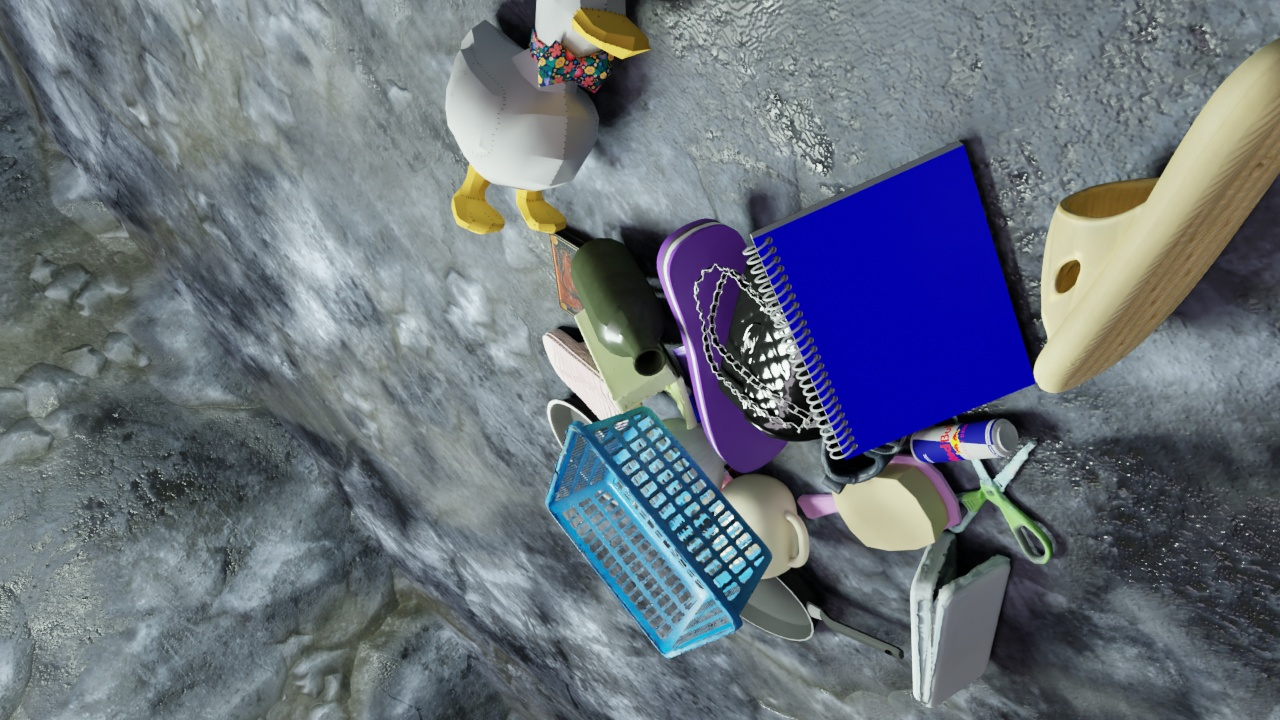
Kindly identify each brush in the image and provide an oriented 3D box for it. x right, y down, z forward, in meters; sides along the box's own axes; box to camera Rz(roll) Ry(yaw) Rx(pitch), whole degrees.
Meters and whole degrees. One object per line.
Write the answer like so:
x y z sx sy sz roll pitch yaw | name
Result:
0.229 0.152 0.955 0.089 0.043 0.229 58 151 -4 | brush

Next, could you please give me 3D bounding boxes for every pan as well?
0.183 0.298 1.173 0.357 0.034 0.225 13 143 45 | pan
-0.025 0.127 1.206 0.187 0.055 0.358 59 155 -15 | pan

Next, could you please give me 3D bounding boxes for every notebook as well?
0.193 -0.036 0.707 0.022 0.172 0.209 -95 -20 -65 | notebook

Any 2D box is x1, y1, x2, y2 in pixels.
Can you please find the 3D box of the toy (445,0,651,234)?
-0.099 -0.248 0.846 0.246 0.140 0.268 46 129 37 | toy

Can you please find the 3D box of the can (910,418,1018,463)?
0.282 0.071 0.803 0.032 0.032 0.095 54 150 -11 | can

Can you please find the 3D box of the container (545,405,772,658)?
0.013 0.198 1.049 0.257 0.089 0.363 50 158 11 | container

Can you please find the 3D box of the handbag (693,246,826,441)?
0.115 -0.012 0.795 0.125 0.114 0.154 -124 40 -49 | handbag

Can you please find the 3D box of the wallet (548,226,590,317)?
-0.072 -0.097 1.085 0.072 0.019 0.123 34 147 29 | wallet

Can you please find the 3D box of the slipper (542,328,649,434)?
-0.046 0.016 1.142 0.239 0.064 0.094 37 150 51 | slipper

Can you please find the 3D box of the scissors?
0.319 0.121 0.846 0.171 0.024 0.160 59 154 -10 | scissors

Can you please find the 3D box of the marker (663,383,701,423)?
0.030 0.018 1.083 0.133 0.027 0.023 45 150 9 | marker

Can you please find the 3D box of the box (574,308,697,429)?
-0.011 0.001 0.977 0.188 0.083 0.091 -117 12 -58 | box

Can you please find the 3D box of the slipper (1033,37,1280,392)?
0.307 -0.089 0.555 0.079 0.111 0.262 56 152 32 | slipper

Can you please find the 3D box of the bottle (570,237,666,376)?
-0.018 -0.052 0.924 0.206 0.071 0.071 -116 7 -55 | bottle

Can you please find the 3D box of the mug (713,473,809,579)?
0.143 0.188 1.061 0.120 0.096 0.100 16 119 41 | mug

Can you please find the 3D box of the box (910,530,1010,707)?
0.305 0.269 0.953 0.083 0.122 0.216 50 154 46 | box

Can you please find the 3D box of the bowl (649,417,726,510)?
0.063 0.114 1.097 0.118 0.062 0.118 54 167 19 | bowl

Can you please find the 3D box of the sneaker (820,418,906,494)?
0.208 0.035 0.816 0.089 0.087 0.236 33 147 23 | sneaker

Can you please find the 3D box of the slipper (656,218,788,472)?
0.078 -0.021 0.910 0.084 0.107 0.267 42 158 57 | slipper

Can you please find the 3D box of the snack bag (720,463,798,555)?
0.133 0.191 1.158 0.155 0.018 0.075 53 150 -5 | snack bag
